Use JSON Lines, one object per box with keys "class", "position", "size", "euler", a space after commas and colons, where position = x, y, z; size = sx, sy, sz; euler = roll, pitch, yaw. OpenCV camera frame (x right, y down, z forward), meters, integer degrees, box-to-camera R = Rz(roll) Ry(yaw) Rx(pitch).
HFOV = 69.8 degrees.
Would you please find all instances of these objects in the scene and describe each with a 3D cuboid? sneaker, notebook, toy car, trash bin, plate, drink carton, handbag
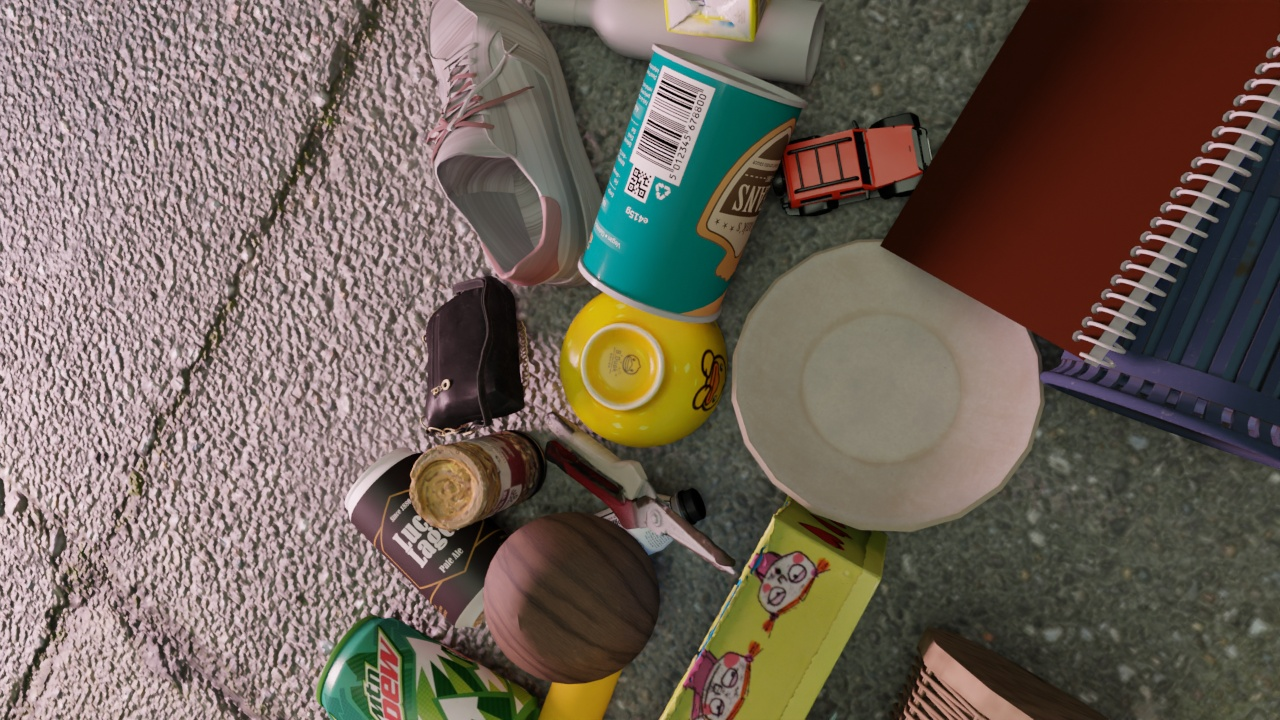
{"class": "sneaker", "position": [-0.104, -0.157, 0.629], "size": [0.099, 0.089, 0.236], "euler": [-27, 84, 32]}
{"class": "notebook", "position": [0.243, -0.121, 0.493], "size": [0.209, 0.022, 0.171], "euler": [-61, 36, 14]}
{"class": "toy car", "position": [0.135, -0.125, 0.590], "size": [0.100, 0.048, 0.051], "euler": [-10, 88, 16]}
{"class": "trash bin", "position": [0.333, -0.080, 0.491], "size": [0.139, 0.139, 0.249], "euler": [22, 95, 14]}
{"class": "plate", "position": [0.154, 0.014, 0.584], "size": [0.189, 0.027, 0.188], "euler": [-3, 74, 10]}
{"class": "drink carton", "position": [0.061, -0.264, 0.579], "size": [0.058, 0.043, 0.134], "euler": [13, 60, 16]}
{"class": "handbag", "position": [-0.124, -0.003, 0.652], "size": [0.079, 0.054, 0.128], "euler": [-26, 51, 21]}

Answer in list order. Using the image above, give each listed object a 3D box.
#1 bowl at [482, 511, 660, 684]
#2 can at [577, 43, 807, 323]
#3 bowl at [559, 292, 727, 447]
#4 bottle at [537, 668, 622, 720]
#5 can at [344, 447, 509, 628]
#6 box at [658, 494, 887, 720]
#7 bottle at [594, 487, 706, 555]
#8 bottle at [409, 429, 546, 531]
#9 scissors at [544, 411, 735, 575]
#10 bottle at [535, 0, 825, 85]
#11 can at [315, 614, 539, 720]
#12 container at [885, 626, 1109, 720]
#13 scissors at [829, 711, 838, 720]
{"class": "bowl", "position": [-0.046, 0.162, 0.605], "size": [0.119, 0.032, 0.119], "euler": [0, 95, -1]}
{"class": "can", "position": [0.030, -0.110, 0.578], "size": [0.099, 0.099, 0.144], "euler": [27, 113, 14]}
{"class": "bowl", "position": [-0.004, 0.004, 0.624], "size": [0.117, 0.067, 0.117], "euler": [0, 92, 16]}
{"class": "bottle", "position": [-0.048, 0.251, 0.656], "size": [0.043, 0.043, 0.144], "euler": [23, 97, 14]}
{"class": "can", "position": [-0.147, 0.128, 0.667], "size": [0.128, 0.071, 0.072], "euler": [41, 101, 11]}
{"class": "box", "position": [0.073, 0.197, 0.581], "size": [0.079, 0.124, 0.221], "euler": [31, 97, 13]}
{"class": "bottle", "position": [-0.010, 0.120, 0.643], "size": [0.116, 0.041, 0.041], "euler": [-25, 85, 15]}
{"class": "bottle", "position": [-0.110, 0.080, 0.637], "size": [0.056, 0.105, 0.056], "euler": [0, 91, 16]}
{"class": "scissors", "position": [-0.008, 0.092, 0.604], "size": [0.188, 0.015, 0.140], "euler": [59, 139, 24]}
{"class": "bottle", "position": [0.022, -0.227, 0.618], "size": [0.195, 0.052, 0.052], "euler": [14, 95, 15]}
{"class": "can", "position": [-0.153, 0.250, 0.665], "size": [0.144, 0.083, 0.083], "euler": [23, 97, 14]}
{"class": "container", "position": [0.196, 0.285, 0.504], "size": [0.227, 0.226, 0.196], "euler": [29, 92, 13]}
{"class": "scissors", "position": [0.102, 0.282, 0.591], "size": [0.015, 0.118, 0.139], "euler": [39, 99, 40]}
